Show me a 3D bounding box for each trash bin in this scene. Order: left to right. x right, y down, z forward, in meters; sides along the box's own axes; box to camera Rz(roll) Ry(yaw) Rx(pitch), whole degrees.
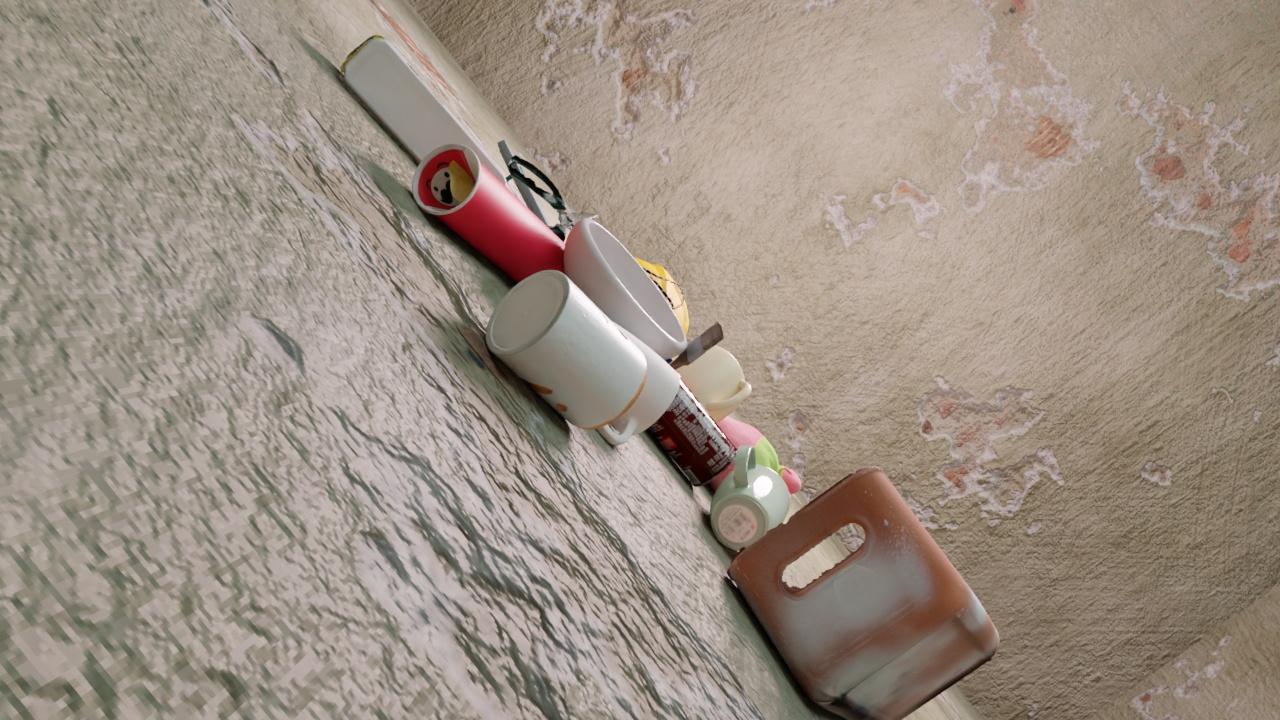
[{"bbox_3d":[0.229,0.245,0.902,0.259,0.181,0.157,46,10,-51],"label":"trash bin"}]

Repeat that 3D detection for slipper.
[{"bbox_3d":[-0.155,-0.190,1.340,0.268,0.055,0.098,63,3,1],"label":"slipper"}]

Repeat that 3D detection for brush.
[{"bbox_3d":[0.031,0.009,0.994,0.008,0.143,0.045,48,15,-15],"label":"brush"}]

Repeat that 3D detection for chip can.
[{"bbox_3d":[-0.140,-0.133,0.923,0.069,0.069,0.220,54,6,25],"label":"chip can"}]

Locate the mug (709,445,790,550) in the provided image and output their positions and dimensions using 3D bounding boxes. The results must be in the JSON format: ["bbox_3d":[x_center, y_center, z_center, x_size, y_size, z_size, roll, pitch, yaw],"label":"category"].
[{"bbox_3d":[0.117,0.150,1.013,0.104,0.084,0.111,-20,108,-73],"label":"mug"}]

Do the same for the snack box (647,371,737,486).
[{"bbox_3d":[0.053,0.082,1.085,0.121,0.072,0.072,51,6,-7],"label":"snack box"}]

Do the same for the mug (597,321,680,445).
[{"bbox_3d":[-0.025,0.025,0.862,0.087,0.081,0.114,43,40,-21],"label":"mug"}]

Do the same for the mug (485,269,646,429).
[{"bbox_3d":[-0.057,-0.007,0.714,0.105,0.082,0.082,45,8,-39],"label":"mug"}]

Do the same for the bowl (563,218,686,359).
[{"bbox_3d":[-0.028,-0.064,0.979,0.176,0.066,0.176,49,13,-16],"label":"bowl"}]

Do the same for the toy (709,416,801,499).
[{"bbox_3d":[0.105,0.117,1.232,0.237,0.097,0.191,39,11,16],"label":"toy"}]

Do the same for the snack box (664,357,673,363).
[{"bbox_3d":[0.087,0.090,1.387,0.207,0.057,0.056,51,4,-18],"label":"snack box"}]

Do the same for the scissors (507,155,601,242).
[{"bbox_3d":[-0.135,-0.198,1.225,0.201,0.015,0.202,42,36,10],"label":"scissors"}]

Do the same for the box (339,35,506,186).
[{"bbox_3d":[-0.230,-0.250,0.986,0.210,0.067,0.070,49,4,-30],"label":"box"}]

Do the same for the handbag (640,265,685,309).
[{"bbox_3d":[-0.031,-0.083,1.223,0.125,0.115,0.153,2,48,-50],"label":"handbag"}]

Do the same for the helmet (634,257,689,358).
[{"bbox_3d":[-0.001,-0.090,1.467,0.205,0.131,0.255,47,8,-44],"label":"helmet"}]

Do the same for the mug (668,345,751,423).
[{"bbox_3d":[0.076,0.043,1.156,0.120,0.099,0.096,9,-59,42],"label":"mug"}]
